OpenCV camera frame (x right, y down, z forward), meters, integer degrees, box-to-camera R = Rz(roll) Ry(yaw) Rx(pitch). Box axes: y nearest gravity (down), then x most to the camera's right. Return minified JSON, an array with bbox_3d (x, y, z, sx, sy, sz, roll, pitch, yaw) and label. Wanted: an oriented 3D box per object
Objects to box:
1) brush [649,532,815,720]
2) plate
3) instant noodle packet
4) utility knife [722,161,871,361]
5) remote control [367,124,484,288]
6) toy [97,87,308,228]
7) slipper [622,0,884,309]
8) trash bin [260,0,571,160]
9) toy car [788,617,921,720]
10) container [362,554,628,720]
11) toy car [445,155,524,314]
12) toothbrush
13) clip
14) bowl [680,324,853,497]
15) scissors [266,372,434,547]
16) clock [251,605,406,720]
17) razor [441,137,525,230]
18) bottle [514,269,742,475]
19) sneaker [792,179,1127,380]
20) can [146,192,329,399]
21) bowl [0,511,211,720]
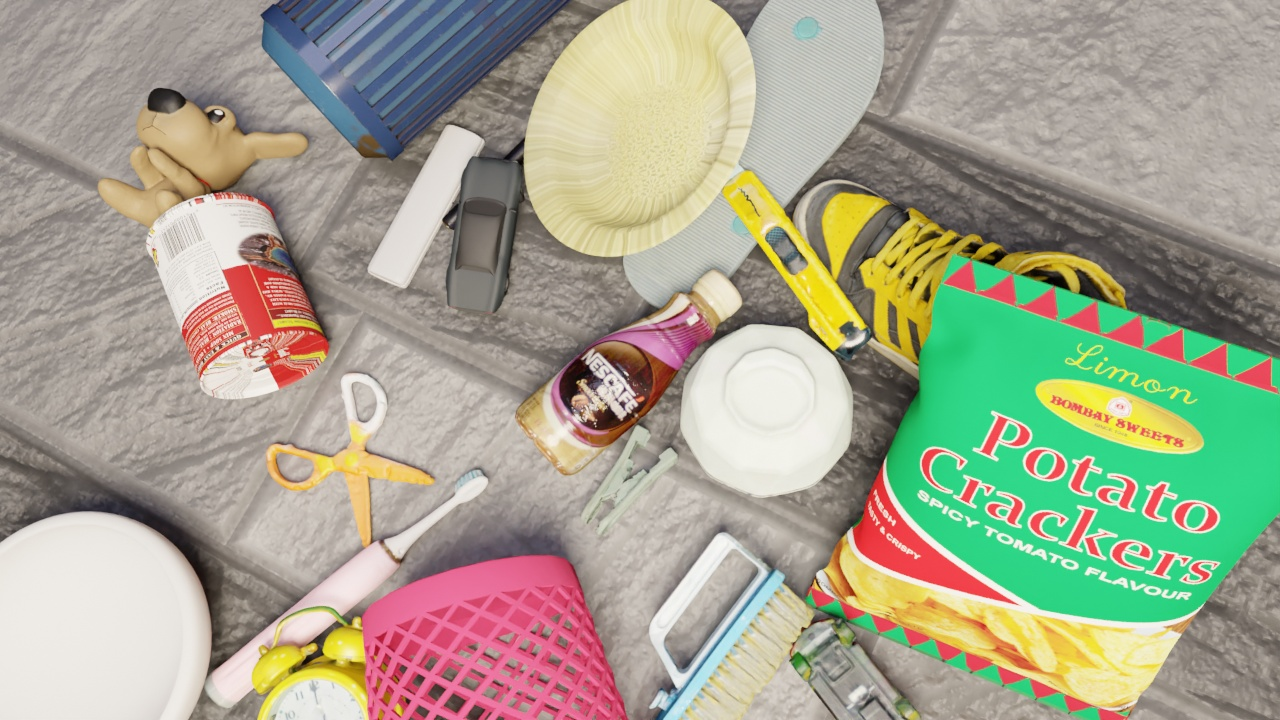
[{"bbox_3d":[0.038,0.179,0.557,0.075,0.055,0.135,37,82,10],"label":"brush"},{"bbox_3d":[0.003,-0.156,0.630,0.185,0.036,0.184,-8,76,32],"label":"plate"},{"bbox_3d":[0.218,0.085,0.497,0.196,0.253,0.090,21,34,11],"label":"instant noodle packet"},{"bbox_3d":[0.089,-0.082,0.611,0.030,0.018,0.191,-36,73,10],"label":"utility knife"},{"bbox_3d":[-0.160,-0.117,0.683,0.033,0.012,0.130,23,78,12],"label":"remote control"},{"bbox_3d":[-0.331,-0.142,0.671,0.134,0.106,0.108,12,65,13],"label":"toy"},{"bbox_3d":[0.087,-0.148,0.652,0.098,0.054,0.269,31,91,11],"label":"slipper"},{"bbox_3d":[-0.140,-0.266,0.659,0.249,0.139,0.139,-43,75,-4],"label":"trash bin"},{"bbox_3d":[0.129,0.198,0.552,0.042,0.036,0.091,-39,75,-4],"label":"toy car"},{"bbox_3d":[-0.071,0.236,0.504,0.183,0.183,0.225,-18,66,1],"label":"container"},{"bbox_3d":[-0.111,-0.089,0.650,0.046,0.034,0.112,9,89,4],"label":"toy car"},{"bbox_3d":[-0.190,0.147,0.609,0.222,0.027,0.026,-39,41,-6],"label":"toothbrush"},{"bbox_3d":[-0.003,0.085,0.606,0.050,0.023,0.078,22,76,13],"label":"clip"},{"bbox_3d":[0.082,0.027,0.592,0.117,0.061,0.117,-1,75,5],"label":"bowl"},{"bbox_3d":[-0.199,0.064,0.640,0.125,0.011,0.128,12,77,10],"label":"scissors"},{"bbox_3d":[-0.196,0.213,0.573,0.083,0.057,0.118,-17,80,2],"label":"clock"},{"bbox_3d":[-0.091,-0.149,0.679,0.144,0.022,0.043,-44,74,-6],"label":"razor"},{"bbox_3d":[-0.004,0.004,0.608,0.166,0.060,0.059,-40,74,-5],"label":"bottle"},{"bbox_3d":[0.192,-0.045,0.568,0.238,0.122,0.086,42,81,14],"label":"sneaker"},{"bbox_3d":[-0.280,-0.045,0.639,0.086,0.087,0.116,-28,74,-2],"label":"can"},{"bbox_3d":[-0.354,0.189,0.594,0.177,0.066,0.176,-2,75,6],"label":"bowl"}]
